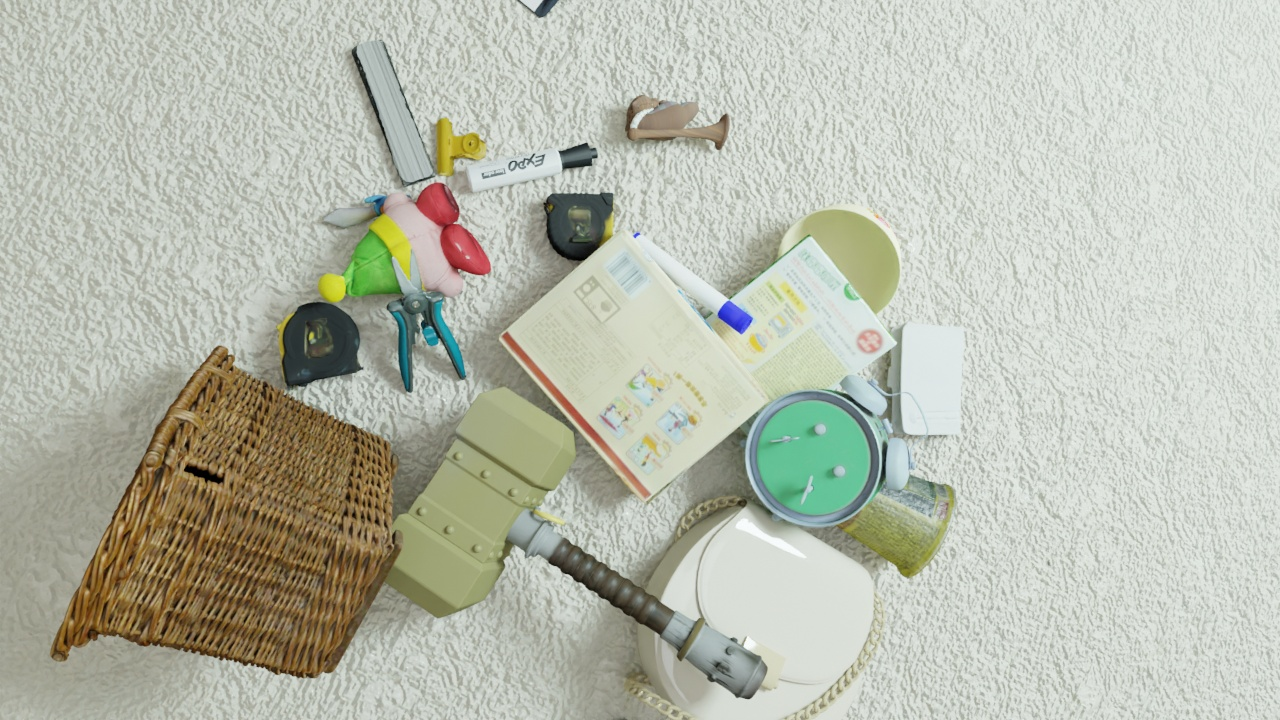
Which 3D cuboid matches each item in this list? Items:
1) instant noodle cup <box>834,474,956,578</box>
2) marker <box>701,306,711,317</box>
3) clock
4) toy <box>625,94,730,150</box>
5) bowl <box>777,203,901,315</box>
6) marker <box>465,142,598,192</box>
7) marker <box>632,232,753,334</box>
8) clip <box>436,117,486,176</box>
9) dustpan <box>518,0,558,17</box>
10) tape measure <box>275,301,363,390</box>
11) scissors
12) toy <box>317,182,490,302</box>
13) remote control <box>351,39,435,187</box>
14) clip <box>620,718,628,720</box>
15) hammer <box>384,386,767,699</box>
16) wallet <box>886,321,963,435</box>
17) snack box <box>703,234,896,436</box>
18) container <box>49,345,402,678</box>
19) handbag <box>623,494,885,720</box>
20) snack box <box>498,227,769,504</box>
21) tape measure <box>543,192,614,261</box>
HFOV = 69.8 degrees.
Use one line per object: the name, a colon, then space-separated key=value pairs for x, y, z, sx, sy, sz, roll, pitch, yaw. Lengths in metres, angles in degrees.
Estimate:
instant noodle cup: x=0.234 y=0.144 z=0.896 sx=0.108 sy=0.102 sz=0.102 roll=27 pitch=84 yaw=0
marker: x=0.124 y=-0.033 z=0.913 sx=0.133 sy=0.020 sz=0.017 roll=14 pitch=81 yaw=-8
clock: x=0.177 y=0.078 z=0.825 sx=0.162 sy=0.075 sz=0.122 roll=-27 pitch=79 yaw=22
toy: x=0.030 y=-0.230 z=0.887 sx=0.101 sy=0.042 sz=0.054 roll=-6 pitch=51 yaw=-20
bowl: x=0.202 y=-0.104 z=0.896 sx=0.118 sy=0.118 sz=0.073 roll=50 pitch=38 yaw=-6
marker: x=-0.102 y=-0.184 z=0.870 sx=0.125 sy=0.025 sz=0.025 roll=-14 pitch=91 yaw=-11
marker: x=0.046 y=-0.074 z=0.869 sx=0.141 sy=0.020 sz=0.020 roll=39 pitch=81 yaw=18
clip: x=-0.168 y=-0.201 z=0.855 sx=0.046 sy=0.035 sz=0.053 roll=-1 pitch=87 yaw=-3
dustpan: x=-0.100 y=-0.509 z=0.850 sx=0.236 sy=0.080 sz=0.273 roll=37 pitch=82 yaw=-8
tape measure: x=-0.288 y=-0.016 z=0.822 sx=0.071 sy=0.042 sz=0.072 roll=-13 pitch=89 yaw=-8
scissors: x=-0.194 y=-0.028 z=0.819 sx=0.122 sy=0.019 sz=0.149 roll=-43 pitch=130 yaw=12
toy: x=-0.219 y=-0.101 z=0.816 sx=0.131 sy=0.096 sz=0.124 roll=-29 pitch=88 yaw=9
remote control: x=-0.230 y=-0.230 z=0.853 sx=0.033 sy=0.013 sz=0.136 roll=-21 pitch=94 yaw=-10
clip: x=-0.055 y=0.412 z=0.864 sx=0.108 sy=0.028 sz=0.163 roll=27 pitch=83 yaw=-7
hammer: x=-0.038 y=0.186 z=0.789 sx=0.325 sy=0.101 sz=0.190 roll=32 pitch=83 yaw=8
wallet: x=0.292 y=0.020 z=0.939 sx=0.086 sy=0.032 sz=0.116 roll=6 pitch=85 yaw=-21
snack box: x=0.136 y=-0.017 z=0.879 sx=0.168 sy=0.027 sz=0.132 roll=-39 pitch=96 yaw=15
container: x=-0.296 y=0.123 z=0.713 sx=0.183 sy=0.250 sz=0.162 roll=27 pitch=99 yaw=-20
handbag: x=0.106 y=0.254 z=0.871 sx=0.210 sy=0.103 sz=0.208 roll=31 pitch=75 yaw=-9
snack box: x=-0.005 y=0.005 z=0.850 sx=0.153 sy=0.055 sz=0.207 roll=-40 pitch=96 yaw=6
tape measure: x=-0.058 y=-0.127 z=0.870 sx=0.067 sy=0.038 sz=0.062 roll=0 pitch=89 yaw=-11
